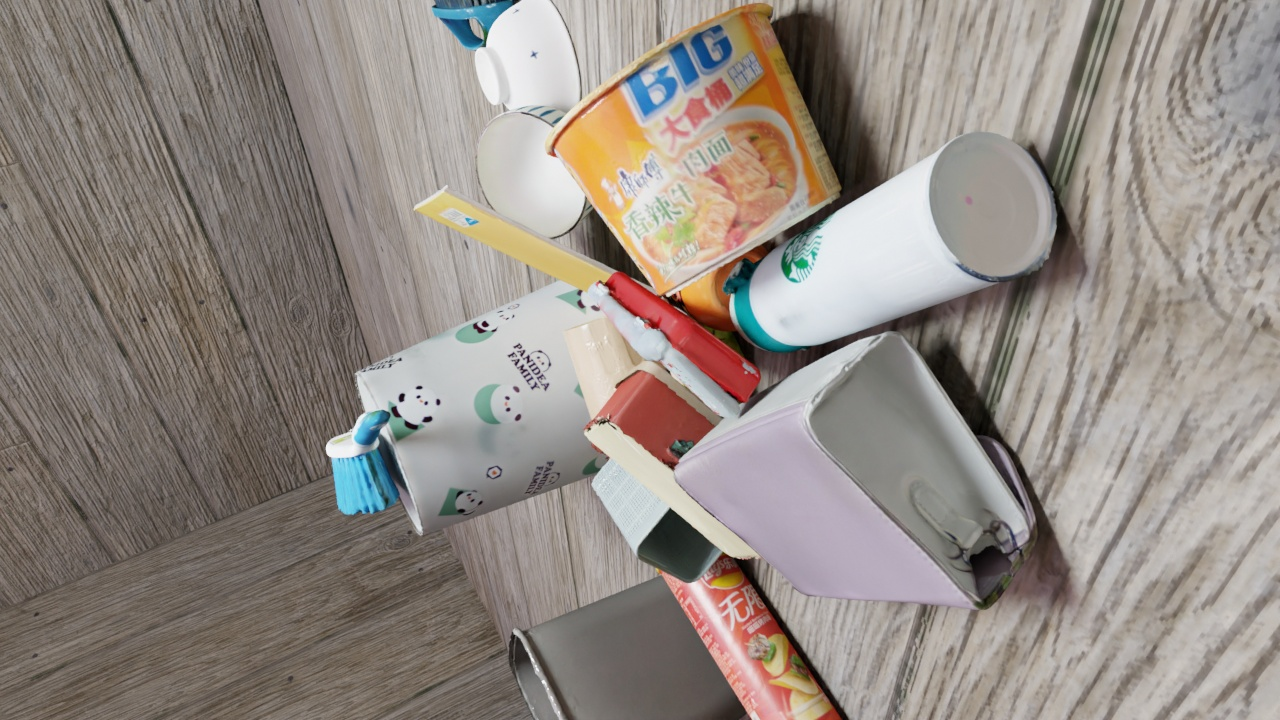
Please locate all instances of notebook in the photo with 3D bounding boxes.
[{"bbox_3d":[-0.099,-0.101,0.837,0.146,0.206,0.010,8,75,67],"label":"notebook"}]

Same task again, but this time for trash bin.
[{"bbox_3d":[0.003,0.333,0.944,0.198,0.219,0.199,59,157,22],"label":"trash bin"},{"bbox_3d":[-0.152,0.054,0.987,0.229,0.251,0.230,50,152,38],"label":"trash bin"}]

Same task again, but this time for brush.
[{"bbox_3d":[-0.263,0.096,0.880,0.315,0.060,0.109,-3,105,65],"label":"brush"},{"bbox_3d":[-0.163,-0.338,0.888,0.144,0.055,0.073,34,141,55],"label":"brush"}]

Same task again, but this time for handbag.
[{"bbox_3d":[0.123,0.077,0.560,0.145,0.098,0.197,52,157,0],"label":"handbag"}]

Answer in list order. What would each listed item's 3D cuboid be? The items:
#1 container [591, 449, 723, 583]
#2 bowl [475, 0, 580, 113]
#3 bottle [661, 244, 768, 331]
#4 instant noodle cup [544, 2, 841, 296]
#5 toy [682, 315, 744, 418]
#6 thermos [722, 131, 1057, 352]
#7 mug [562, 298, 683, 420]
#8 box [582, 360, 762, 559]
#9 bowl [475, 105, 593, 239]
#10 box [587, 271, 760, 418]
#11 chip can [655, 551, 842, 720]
[{"bbox_3d":[0.022,0.126,0.836,0.090,0.090,0.111,36,-175,-38],"label":"container"},{"bbox_3d":[-0.109,-0.263,0.823,0.118,0.064,0.118,51,153,38],"label":"bowl"},{"bbox_3d":[0.045,-0.059,0.672,0.149,0.066,0.067,-157,48,-71],"label":"bottle"},{"bbox_3d":[0.036,-0.112,0.527,0.111,0.151,0.152,60,159,-3],"label":"instant noodle cup"},{"bbox_3d":[0.058,0.007,0.740,0.096,0.031,0.100,61,154,15],"label":"toy"},{"bbox_3d":[0.113,-0.050,0.495,0.073,0.073,0.225,67,159,1],"label":"thermos"},{"bbox_3d":[-0.005,0.005,0.841,0.125,0.084,0.103,-15,96,45],"label":"mug"},{"bbox_3d":[0.037,0.087,0.715,0.168,0.077,0.091,40,159,-6],"label":"box"},{"bbox_3d":[-0.082,-0.173,0.817,0.116,0.066,0.117,17,127,23],"label":"bowl"},{"bbox_3d":[0.013,-0.016,0.646,0.087,0.047,0.201,36,-177,-20],"label":"box"},{"bbox_3d":[0.096,0.258,0.845,0.216,0.073,0.073,56,156,29],"label":"chip can"}]
